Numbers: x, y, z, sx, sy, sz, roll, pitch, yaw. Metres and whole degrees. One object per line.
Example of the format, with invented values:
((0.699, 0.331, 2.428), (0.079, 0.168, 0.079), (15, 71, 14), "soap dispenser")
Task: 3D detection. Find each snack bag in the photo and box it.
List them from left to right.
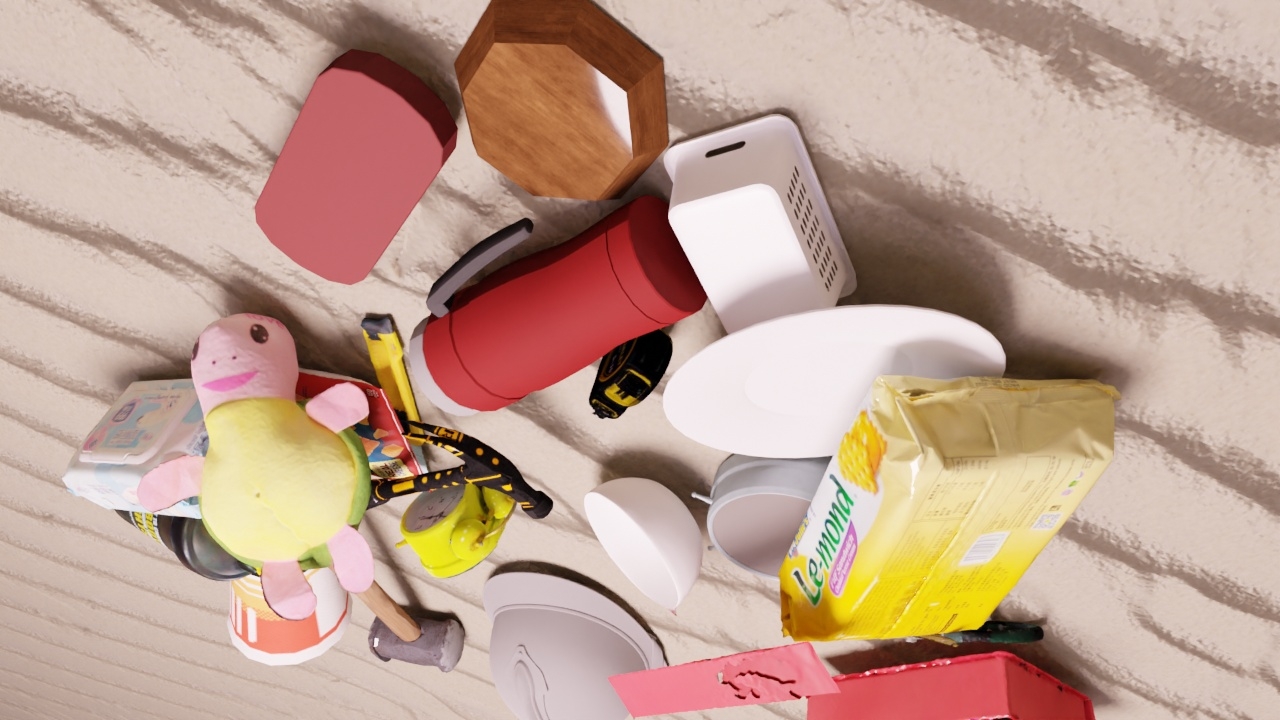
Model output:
((-0.257, 0.056, 0.782), (0.144, 0.039, 0.131), (9, 136, 20), "snack bag")
((0.194, 0.107, 0.601), (0.159, 0.068, 0.248), (-2, 134, -16), "snack bag")

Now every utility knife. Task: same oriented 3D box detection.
((-0.197, 0.047, 0.773), (0.030, 0.019, 0.225), (16, 140, 16), "utility knife")

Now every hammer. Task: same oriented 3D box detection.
((-0.269, 0.236, 0.924), (0.098, 0.052, 0.329), (5, 145, 15), "hammer")
((-0.217, 0.107, 0.766), (0.322, 0.036, 0.123), (-15, 134, 41), "hammer")

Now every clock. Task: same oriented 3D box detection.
((-0.155, 0.143, 0.803), (0.119, 0.083, 0.057), (-12, 122, 32), "clock")
((0.125, 0.122, 0.704), (0.159, 0.045, 0.123), (2, 135, 20), "clock")

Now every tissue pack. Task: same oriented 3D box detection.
((-0.404, 0.072, 0.784), (0.182, 0.111, 0.070), (-4, 137, 35), "tissue pack")

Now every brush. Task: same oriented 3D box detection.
((-0.177, -0.119, 0.576), (0.082, 0.041, 0.174), (35, 135, -16), "brush")

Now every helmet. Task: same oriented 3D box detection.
((-0.078, 0.334, 0.938), (0.184, 0.117, 0.271), (-7, 132, 26), "helmet")

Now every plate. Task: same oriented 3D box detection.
((-0.049, -0.139, 0.520), (0.131, 0.025, 0.131), (11, 136, 10), "plate")
((0.118, 0.015, 0.577), (0.208, 0.015, 0.209), (-2, 152, -1), "plate")

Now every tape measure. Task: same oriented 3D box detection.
((-0.004, 0.004, 0.620), (0.034, 0.061, 0.062), (34, 136, -19), "tape measure")

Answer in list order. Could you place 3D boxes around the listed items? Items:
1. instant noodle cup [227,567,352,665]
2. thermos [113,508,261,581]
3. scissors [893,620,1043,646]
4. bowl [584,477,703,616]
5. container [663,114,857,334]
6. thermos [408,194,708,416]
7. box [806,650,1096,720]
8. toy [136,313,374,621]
((-0.362, 0.223, 0.939), (0.123, 0.123, 0.121), (16, 129, 5), "instant noodle cup")
((-0.414, 0.141, 0.856), (0.221, 0.097, 0.098), (6, 138, 40), "thermos")
((0.234, 0.216, 0.737), (0.204, 0.015, 0.202), (5, 171, -11), "scissors")
((0.010, 0.138, 0.740), (0.115, 0.050, 0.115), (41, 153, 26), "bowl")
((0.068, -0.068, 0.531), (0.081, 0.049, 0.129), (-10, 129, 28), "container")
((-0.065, -0.036, 0.585), (0.199, 0.083, 0.108), (-24, 129, 34), "thermos")
((0.362, 0.450, 0.836), (0.215, 0.170, 0.478), (-27, 94, 42), "box")
((-0.279, 0.077, 0.698), (0.190, 0.087, 0.238), (-26, 85, 7), "toy")
